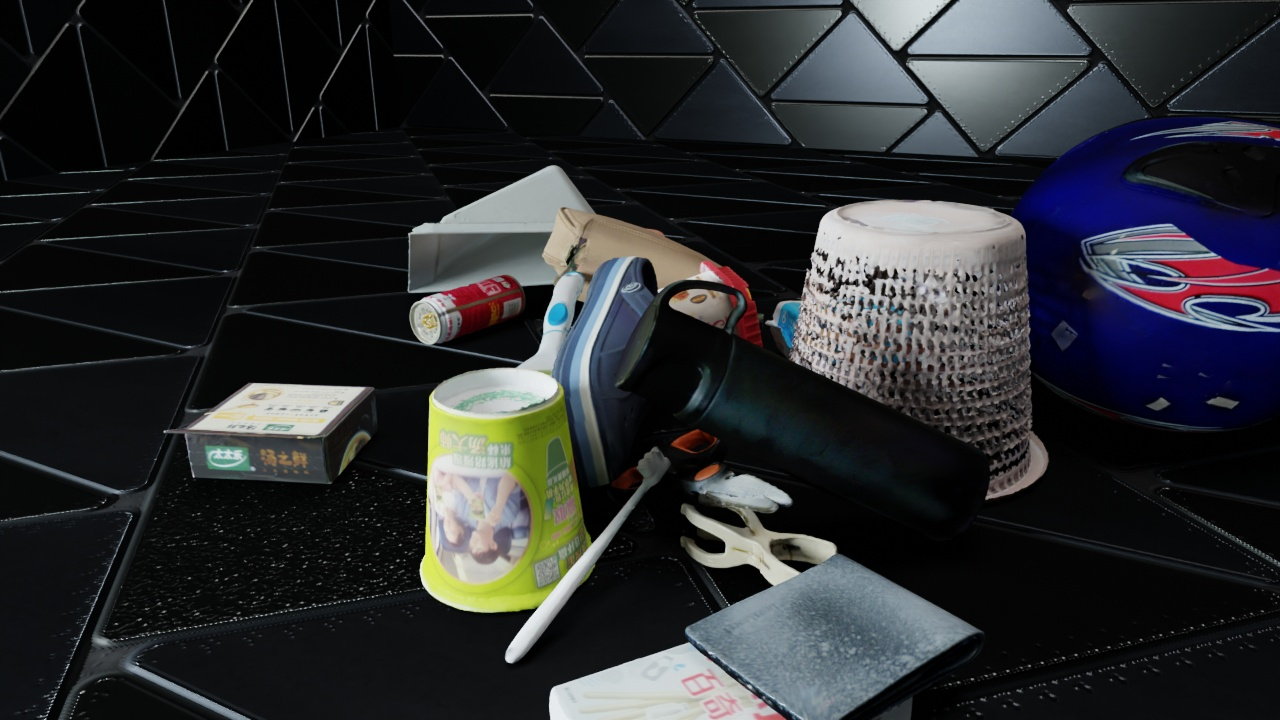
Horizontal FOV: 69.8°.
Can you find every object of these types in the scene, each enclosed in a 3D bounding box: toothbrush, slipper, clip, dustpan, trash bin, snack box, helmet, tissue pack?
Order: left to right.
[{"bbox_3d":[-0.286,0.056,0.728,0.113,0.053,0.125,2,21,6],"label":"snack box"},{"bbox_3d":[-0.137,-0.126,1.136,0.257,0.142,0.223,-35,-3,-19],"label":"dustpan"},{"bbox_3d":[-0.029,0.112,0.556,0.016,0.016,0.179,-25,17,45],"label":"toothbrush"},{"bbox_3d":[-0.004,0.004,0.709,0.095,0.105,0.252,-5,34,12],"label":"slipper"},{"bbox_3d":[0.043,0.170,0.445,0.156,0.027,0.085,-11,22,-25],"label":"snack box"},{"bbox_3d":[0.070,0.117,0.580,0.101,0.035,0.074,17,26,36],"label":"clip"},{"bbox_3d":[0.205,-0.028,0.933,0.140,0.063,0.090,-3,20,-8],"label":"tissue pack"},{"bbox_3d":[0.212,-0.020,0.726,0.227,0.192,0.227,-1,20,0],"label":"trash bin"},{"bbox_3d":[0.463,-0.058,0.761,0.316,0.248,0.239,8,49,15],"label":"helmet"}]

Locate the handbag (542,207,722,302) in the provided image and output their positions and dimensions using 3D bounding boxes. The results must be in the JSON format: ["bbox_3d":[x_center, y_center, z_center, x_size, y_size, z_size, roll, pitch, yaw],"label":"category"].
[{"bbox_3d":[-0.004,-0.091,0.985,0.204,0.100,0.147,18,12,-8],"label":"handbag"}]

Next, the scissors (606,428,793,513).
[{"bbox_3d":[0.031,0.086,0.587,0.139,0.022,0.234,-27,8,6],"label":"scissors"}]

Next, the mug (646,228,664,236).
[{"bbox_3d":[-0.002,-0.111,1.101,0.105,0.115,0.081,-4,49,-16],"label":"mug"}]

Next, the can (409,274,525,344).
[{"bbox_3d":[-0.195,-0.058,1.042,0.053,0.053,0.132,14,24,34],"label":"can"}]

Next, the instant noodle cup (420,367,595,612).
[{"bbox_3d":[-0.085,0.073,0.571,0.111,0.123,0.111,0,20,0],"label":"instant noodle cup"}]

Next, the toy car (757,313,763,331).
[{"bbox_3d":[0.104,-0.029,0.984,0.049,0.031,0.105,4,19,13],"label":"toy car"}]

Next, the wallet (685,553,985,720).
[{"bbox_3d":[0.096,0.140,0.462,0.120,0.019,0.097,-13,22,-34],"label":"wallet"}]

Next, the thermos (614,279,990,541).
[{"bbox_3d":[0.109,0.030,0.587,0.242,0.090,0.068,26,8,-12],"label":"thermos"}]

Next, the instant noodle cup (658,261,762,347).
[{"bbox_3d":[0.041,-0.020,0.865,0.124,0.116,0.116,-16,22,-6],"label":"instant noodle cup"}]

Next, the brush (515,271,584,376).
[{"bbox_3d":[-0.074,0.008,0.777,0.060,0.109,0.314,-5,17,8],"label":"brush"}]
